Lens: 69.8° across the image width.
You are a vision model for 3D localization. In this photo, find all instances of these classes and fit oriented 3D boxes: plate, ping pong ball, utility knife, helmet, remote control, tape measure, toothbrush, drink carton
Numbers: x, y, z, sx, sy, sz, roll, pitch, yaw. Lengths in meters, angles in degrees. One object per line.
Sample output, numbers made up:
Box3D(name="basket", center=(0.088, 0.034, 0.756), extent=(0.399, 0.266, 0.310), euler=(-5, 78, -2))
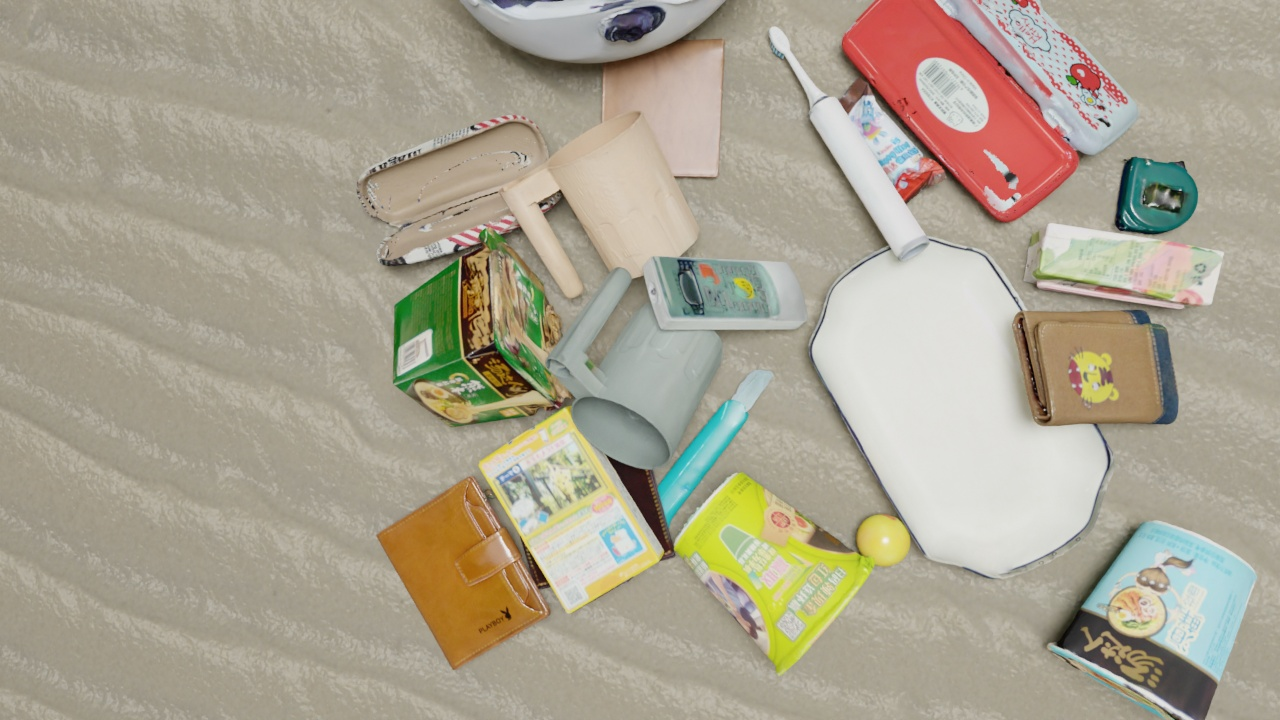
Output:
Box3D(name="plate", center=(0.242, 0.035, 0.709), extent=(0.162, 0.034, 0.265), euler=(-31, 84, 5))
Box3D(name="ping pong ball", center=(0.188, 0.139, 0.709), extent=(0.040, 0.040, 0.040), euler=(0, 88, 7))
Box3D(name="utility knife", center=(0.048, 0.081, 0.742), extent=(0.029, 0.013, 0.185), euler=(38, 96, 10))
Box3D(name="helmet", center=(-0.031, -0.323, 0.700), extent=(0.258, 0.146, 0.229), euler=(-6, 77, -1))
Box3D(name="remote control", center=(0.067, -0.051, 0.699), extent=(0.135, 0.019, 0.056), euler=(-1, 64, -31))
Box3D(name="tape measure", center=(0.394, -0.125, 0.700), extent=(0.054, 0.025, 0.058), euler=(10, 90, 9))
Box3D(name="toothbrush", center=(0.156, -0.175, 0.716), extent=(0.026, 0.026, 0.221), euler=(-25, 74, -9))
Box3D(name="drink carton", center=(0.357, -0.068, 0.688), extent=(0.122, 0.053, 0.045), euler=(11, 90, 8))

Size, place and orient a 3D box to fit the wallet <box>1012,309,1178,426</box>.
Box3D(name="wallet", center=(0.334, 0.004, 0.674), extent=(0.115, 0.033, 0.090), euler=(0, 74, -16))

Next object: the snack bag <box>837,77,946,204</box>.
Box3D(name="snack bag", center=(0.193, -0.171, 0.724), extent=(0.105, 0.026, 0.045), euler=(51, 138, 6))

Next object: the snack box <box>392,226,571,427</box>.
Box3D(name="snack box", center=(-0.129, -0.012, 0.711), extent=(0.106, 0.117, 0.118), euler=(-21, 53, 14))

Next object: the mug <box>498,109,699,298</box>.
Box3D(name="mug", center=(-0.029, -0.116, 0.708), extent=(0.125, 0.084, 0.103), euler=(-29, 114, 5))

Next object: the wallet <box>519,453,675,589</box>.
Box3D(name="wallet", center=(-0.041, 0.128, 0.745), extent=(0.122, 0.020, 0.096), euler=(-16, 88, 12))

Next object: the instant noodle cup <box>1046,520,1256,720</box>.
Box3D(name="instant noodle cup", center=(0.371, 0.183, 0.657), extent=(0.111, 0.111, 0.120), euler=(30, 84, 8))

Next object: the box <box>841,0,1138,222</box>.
Box3D(name="box", center=(0.270, -0.221, 0.704), extent=(0.157, 0.069, 0.201), euler=(-40, 85, 0))

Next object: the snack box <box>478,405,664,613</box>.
Box3D(name="snack box", center=(-0.054, 0.116, 0.722), extent=(0.087, 0.033, 0.140), euler=(-33, 87, 9))

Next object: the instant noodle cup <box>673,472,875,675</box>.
Box3D(name="instant noodle cup", center=(0.094, 0.152, 0.693), extent=(0.123, 0.111, 0.112), euler=(41, 93, 14))

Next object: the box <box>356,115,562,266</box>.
Box3D(name="box", center=(-0.151, -0.139, 0.746), extent=(0.162, 0.075, 0.086), euler=(-20, 116, 8))

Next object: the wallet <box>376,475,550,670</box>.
Box3D(name="wallet", center=(-0.139, 0.170, 0.752), extent=(0.119, 0.035, 0.130), euler=(-34, 83, 19))

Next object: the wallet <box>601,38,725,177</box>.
Box3D(name="wallet", center=(0.017, -0.208, 0.756), extent=(0.101, 0.020, 0.115), euler=(3, 90, 8))

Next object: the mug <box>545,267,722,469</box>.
Box3D(name="mug", center=(-0.004, 0.004, 0.688), extent=(0.124, 0.084, 0.103), euler=(50, 54, -26))
